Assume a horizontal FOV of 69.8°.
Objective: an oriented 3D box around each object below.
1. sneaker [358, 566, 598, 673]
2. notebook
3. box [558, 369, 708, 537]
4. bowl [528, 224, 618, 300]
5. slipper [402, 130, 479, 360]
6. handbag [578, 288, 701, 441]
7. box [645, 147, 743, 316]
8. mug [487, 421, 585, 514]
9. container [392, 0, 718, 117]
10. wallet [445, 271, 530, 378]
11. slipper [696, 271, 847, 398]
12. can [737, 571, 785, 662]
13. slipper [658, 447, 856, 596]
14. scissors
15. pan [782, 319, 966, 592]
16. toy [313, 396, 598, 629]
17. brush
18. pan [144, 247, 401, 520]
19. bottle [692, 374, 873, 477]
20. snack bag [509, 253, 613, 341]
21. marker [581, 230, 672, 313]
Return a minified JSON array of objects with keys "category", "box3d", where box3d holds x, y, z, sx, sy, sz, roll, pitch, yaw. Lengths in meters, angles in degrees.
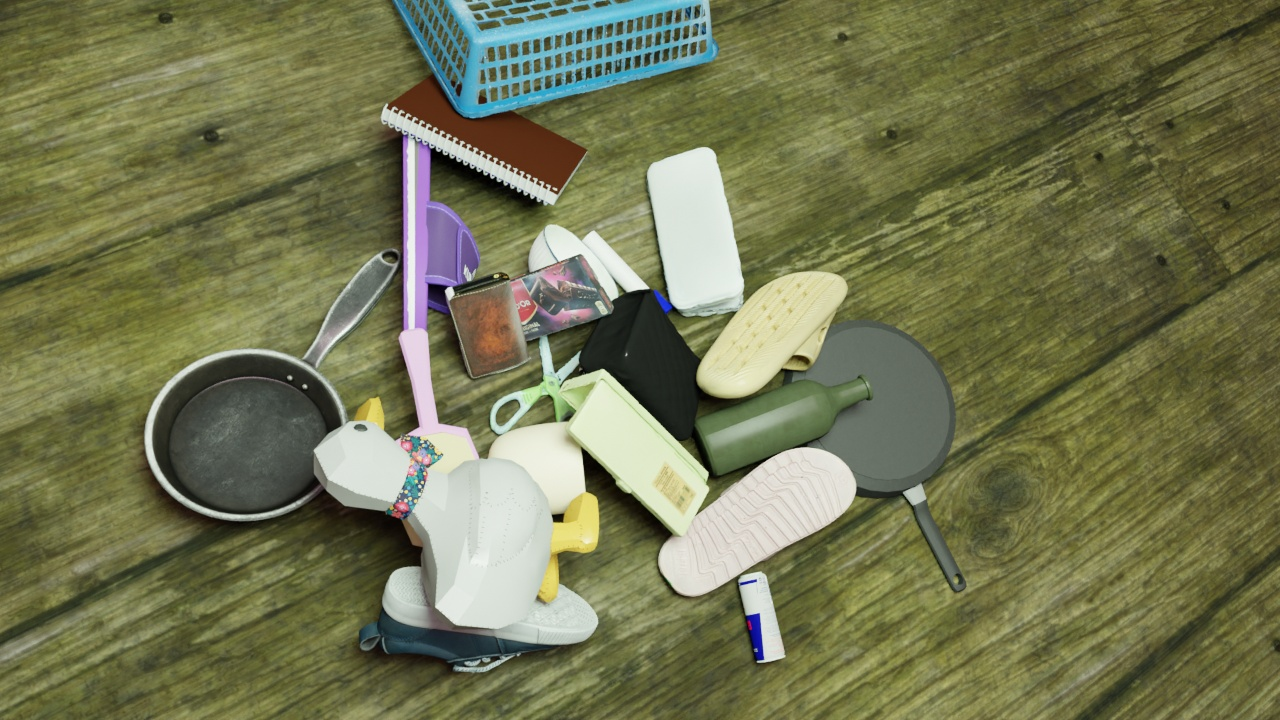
[{"category":"sneaker","box3d":[-0.156,0.268,0.919,0.235,0.089,0.087,14,109,-25]},{"category":"notebook","box3d":[-0.175,-0.262,1.071,0.209,0.022,0.171,26,32,-5]},{"category":"box","box3d":[-0.014,0.096,0.976,0.188,0.084,0.091,48,64,-24]},{"category":"bowl","box3d":[-0.087,-0.092,1.055,0.062,0.118,0.118,-40,84,20]},{"category":"slipper","box3d":[-0.222,-0.133,1.025,0.084,0.107,0.266,0,68,-15]},{"category":"handbag","box3d":[-0.006,0.006,1.026,0.154,0.115,0.124,50,47,-36]},{"category":"box","box3d":[0.065,-0.161,1.120,0.122,0.083,0.215,-8,75,-21]},{"category":"mug","box3d":[-0.110,0.128,0.973,0.099,0.096,0.120,-6,88,-5]},{"category":"container","box3d":[-0.102,-0.453,1.129,0.361,0.089,0.257,-21,65,-22]},{"category":"wallet","box3d":[-0.164,-0.036,0.995,0.072,0.123,0.019,-20,47,-12]},{"category":"slipper","box3d":[0.156,-0.019,1.087,0.111,0.079,0.260,12,39,35]},{"category":"can","box3d":[0.133,0.284,1.016,0.032,0.032,0.095,-8,75,-17]},{"category":"slipper","box3d":[0.127,0.179,1.035,0.239,0.064,0.094,-32,80,-4]},{"category":"scissors","box3d":[-0.108,0.028,1.047,0.159,0.025,0.171,-10,71,-11]},{"category":"pan","box3d":[0.313,0.113,1.119,0.225,0.034,0.356,-21,78,-19]},{"category":"toy","box3d":[-0.171,0.148,0.846,0.267,0.141,0.246,24,24,-29]},{"category":"brush","box3d":[-0.215,0.081,0.943,0.089,0.043,0.229,-10,97,-11]},{"category":"pan","box3d":[-0.358,0.012,0.969,0.187,0.055,0.355,31,55,-3]},{"category":"bottle","box3d":[0.166,0.066,1.051,0.206,0.071,0.071,-20,78,-5]},{"category":"snack bag","box3d":[-0.106,-0.065,1.004,0.074,0.156,0.018,58,37,-22]},{"category":"marker","box3d":[-0.018,-0.102,1.106,0.133,0.027,0.023,46,46,3]}]
